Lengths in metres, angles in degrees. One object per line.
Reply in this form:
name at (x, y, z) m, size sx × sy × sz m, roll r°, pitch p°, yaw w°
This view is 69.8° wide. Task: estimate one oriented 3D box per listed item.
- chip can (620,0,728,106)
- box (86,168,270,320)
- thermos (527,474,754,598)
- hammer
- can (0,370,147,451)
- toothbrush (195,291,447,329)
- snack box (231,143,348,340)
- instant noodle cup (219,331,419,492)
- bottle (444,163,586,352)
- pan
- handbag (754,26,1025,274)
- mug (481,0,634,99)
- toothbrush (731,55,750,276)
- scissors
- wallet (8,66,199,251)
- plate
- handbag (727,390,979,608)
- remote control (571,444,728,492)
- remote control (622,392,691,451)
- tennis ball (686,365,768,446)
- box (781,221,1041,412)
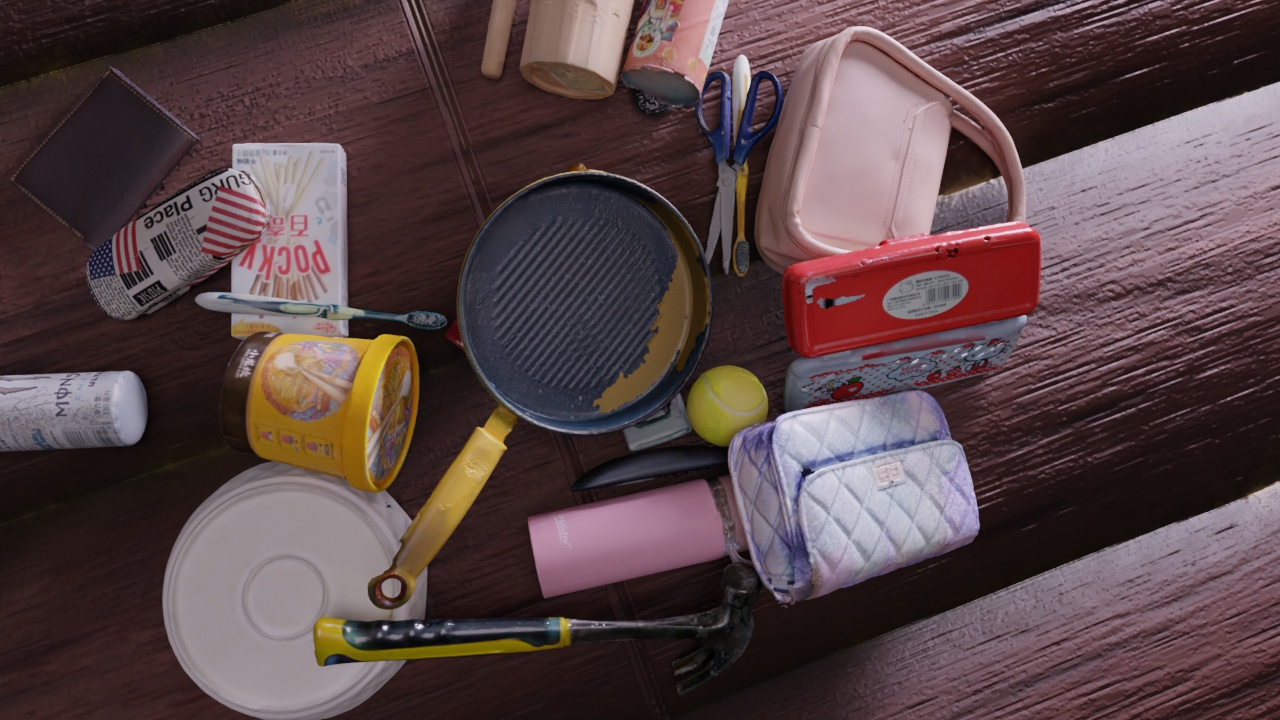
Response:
chip can at (0.047, -0.323, 0.757) m, size 0.071 × 0.071 × 0.214 m, roll 16°, pitch 86°, yaw -4°
box at (-0.356, -0.089, 0.711) m, size 0.164 × 0.052 × 0.068 m, roll -27°, pitch 71°, yaw 10°
thermos at (0.016, 0.142, 0.721) m, size 0.198 × 0.067 × 0.087 m, roll -10°, pitch 48°, yaw -5°
hammer at (-0.075, 0.208, 0.689) m, size 0.323 × 0.031 × 0.126 m, roll 0°, pitch 126°, yaw -9°
can at (-0.459, 0.039, 0.695) m, size 0.146 × 0.058 × 0.058 m, roll -2°, pitch 86°, yaw -5°
toothbrush at (-0.247, -0.039, 0.712) m, size 0.191 × 0.018 × 0.016 m, roll 5°, pitch 87°, yaw -6°
snack box at (-0.280, -0.095, 0.736) m, size 0.084 × 0.027 × 0.156 m, roll -1°, pitch 86°, yaw -5°
instant noodle cup at (-0.239, 0.032, 0.691) m, size 0.114 × 0.118 × 0.118 m, roll 8°, pitch 85°, yaw 4°
bottle at (-0.086, -0.075, 0.735) m, size 0.057 × 0.057 × 0.175 m, roll 39°, pitch 84°, yaw -2°
pan at (-0.084, 0.023, 0.675) m, size 0.197 × 0.078 × 0.357 m, roll 39°, pitch 84°, yaw -18°
handbag at (0.221, -0.148, 0.765) m, size 0.234 × 0.093 × 0.193 m, roll 15°, pitch 85°, yaw -12°
mug at (-0.068, -0.278, 0.746) m, size 0.125 × 0.084 × 0.103 m, roll 9°, pitch 87°, yaw 20°
toothbrush at (0.086, -0.166, 0.776) m, size 0.016 × 0.018 × 0.191 m, roll 1°, pitch 87°, yaw -7°
scissors at (0.065, -0.161, 0.770) m, size 0.133 × 0.012 × 0.173 m, roll 42°, pitch 109°, yaw 24°
wallet at (-0.427, -0.161, 0.731) m, size 0.096 × 0.020 × 0.122 m, roll 39°, pitch 85°, yaw 3°
plate at (-0.269, 0.180, 0.710) m, size 0.205 × 0.045 × 0.204 m, roll 0°, pitch 86°, yaw -5°
handbag at (0.166, 0.098, 0.702) m, size 0.193 × 0.076 × 0.134 m, roll -9°, pitch 82°, yaw -32°
remote control at (0.011, 0.083, 0.736) m, size 0.136 × 0.053 × 0.024 m, roll -10°, pitch 87°, yaw -6°
remote control at (-0.005, 0.004, 0.757) m, size 0.056 × 0.019 × 0.135 m, roll -18°, pitch 88°, yaw -6°
tennis ball at (0.070, 0.037, 0.739) m, size 0.065 × 0.065 × 0.065 m, roll 0°, pitch 86°, yaw -5°
box at (0.211, -0.026, 0.726) m, size 0.201 × 0.058 × 0.161 m, roll -11°, pitch 129°, yaw -5°
